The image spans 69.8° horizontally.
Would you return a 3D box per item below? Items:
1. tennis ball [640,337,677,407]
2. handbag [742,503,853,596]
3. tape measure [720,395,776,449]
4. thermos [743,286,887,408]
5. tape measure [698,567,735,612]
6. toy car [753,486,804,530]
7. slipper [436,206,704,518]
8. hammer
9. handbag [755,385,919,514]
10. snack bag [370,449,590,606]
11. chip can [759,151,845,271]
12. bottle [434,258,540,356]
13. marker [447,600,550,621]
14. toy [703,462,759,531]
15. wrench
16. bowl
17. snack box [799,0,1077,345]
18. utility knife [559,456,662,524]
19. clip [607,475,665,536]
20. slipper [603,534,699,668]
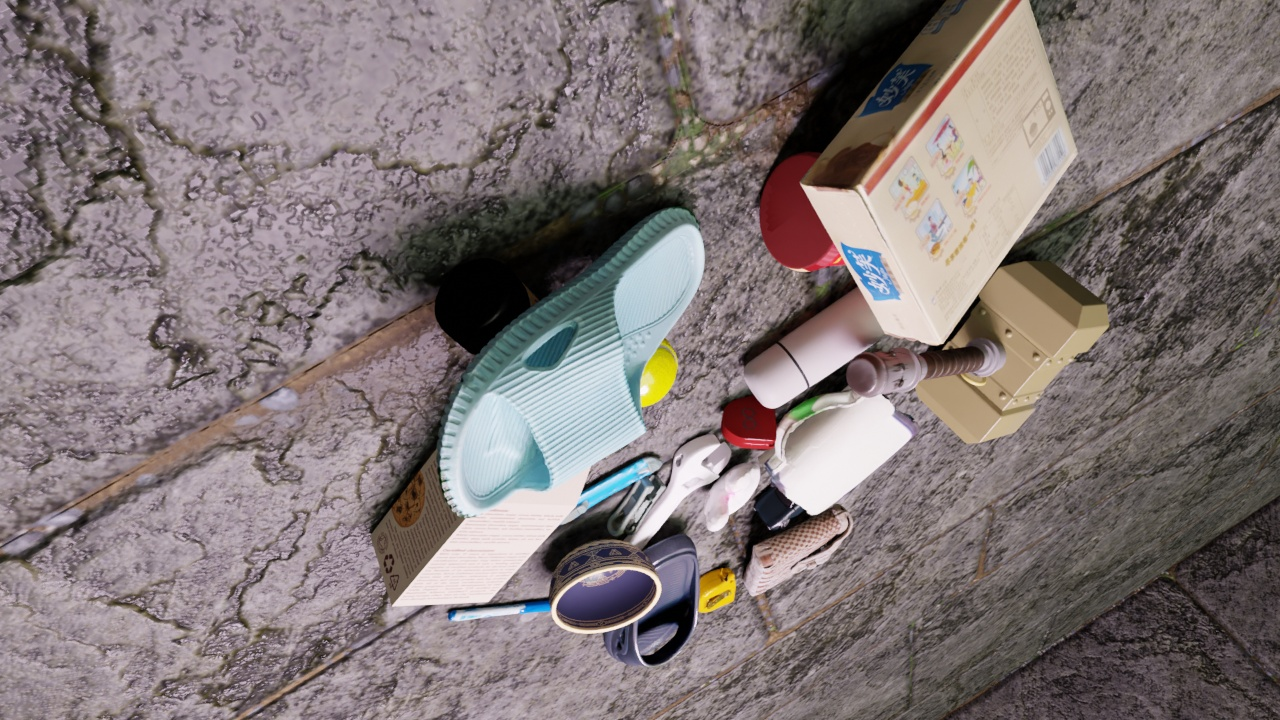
[{"bbox_3d":[-0.004,0.004,0.722,0.065,0.065,0.065,-21,142,-18],"label":"tennis ball"},{"bbox_3d":[0.190,0.237,1.121,0.124,0.047,0.186,-24,157,-9],"label":"handbag"},{"bbox_3d":[0.104,0.058,0.885,0.051,0.058,0.019,4,136,-1],"label":"tape measure"},{"bbox_3d":[0.196,-0.034,0.847,0.224,0.052,0.052,-34,144,-1],"label":"thermos"},{"bbox_3d":[0.090,0.290,1.150,0.058,0.030,0.068,-23,142,-18],"label":"tape measure"},{"bbox_3d":[0.180,0.145,1.042,0.112,0.046,0.034,-40,145,5],"label":"toy car"},{"bbox_3d":[-0.027,-0.003,0.616,0.275,0.069,0.116,-47,139,-28],"label":"slipper"},{"bbox_3d":[0.306,0.001,0.897,0.324,0.100,0.191,-6,135,-43],"label":"hammer"},{"bbox_3d":[0.186,0.071,0.939,0.151,0.074,0.176,-43,143,12],"label":"handbag"},{"bbox_3d":[-0.118,0.107,0.732,0.094,0.070,0.207,11,129,-45],"label":"snack bag"},{"bbox_3d":[0.201,-0.116,0.731,0.213,0.087,0.087,-5,135,-35],"label":"chip can"},{"bbox_3d":[-0.075,-0.003,0.665,0.059,0.059,0.181,-37,144,3],"label":"bottle"},{"bbox_3d":[-0.137,0.259,0.953,0.141,0.013,0.013,7,127,-42],"label":"marker"},{"bbox_3d":[0.095,0.138,0.962,0.076,0.037,0.125,-54,169,7],"label":"toy"},{"bbox_3d":[0.006,0.177,0.968,0.066,0.018,0.274,9,127,-43],"label":"wrench"},{"bbox_3d":[-0.041,0.220,0.934,0.112,0.061,0.113,-10,134,-10],"label":"bowl"},{"bbox_3d":[0.217,-0.137,0.647,0.207,0.055,0.153,-51,126,-16],"label":"snack box"},{"bbox_3d":[-0.069,0.144,0.875,0.207,0.015,0.031,-29,139,-6],"label":"utility knife"},{"bbox_3d":[-0.005,0.147,0.920,0.043,0.023,0.076,7,125,-40],"label":"clip"},{"bbox_3d":[0.028,0.297,1.058,0.110,0.083,0.269,-20,146,-22],"label":"slipper"}]
